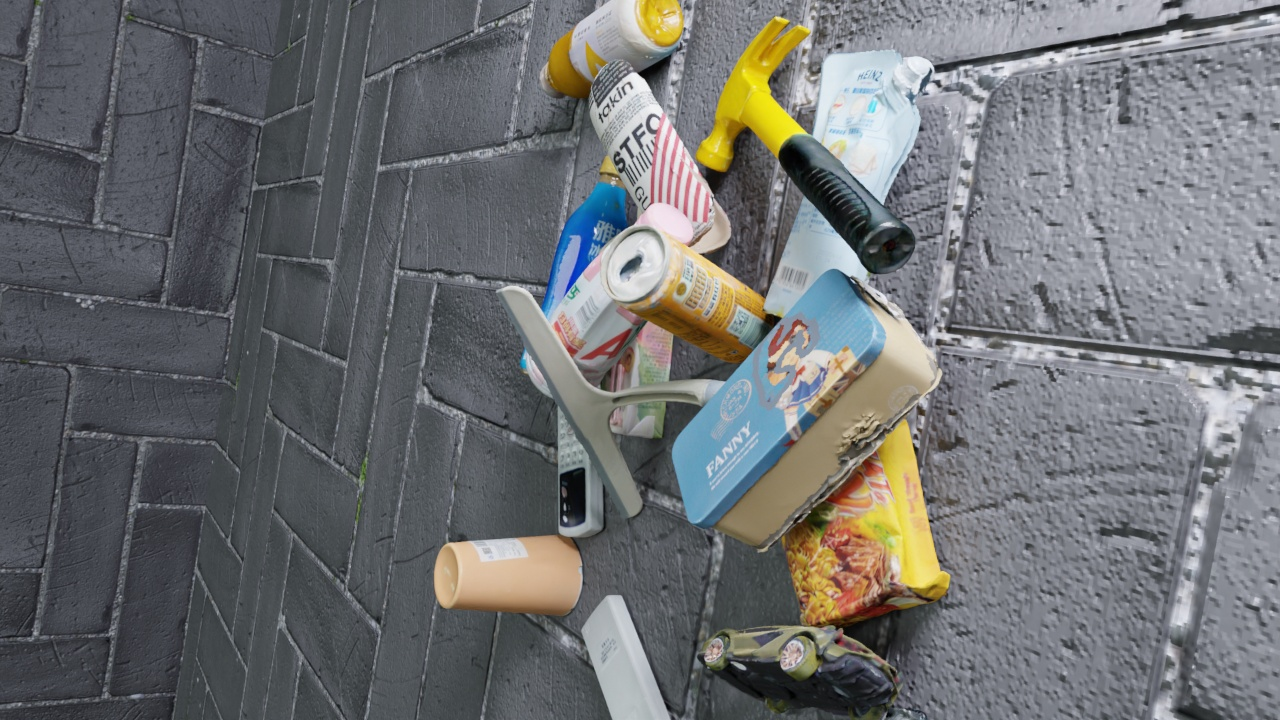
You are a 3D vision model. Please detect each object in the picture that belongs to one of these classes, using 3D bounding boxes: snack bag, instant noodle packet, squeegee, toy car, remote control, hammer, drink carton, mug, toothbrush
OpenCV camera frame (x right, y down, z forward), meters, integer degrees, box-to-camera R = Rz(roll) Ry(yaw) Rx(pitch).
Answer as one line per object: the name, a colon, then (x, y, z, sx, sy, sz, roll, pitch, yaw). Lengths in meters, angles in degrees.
snack bag: (0.136, -0.115, 0.622, 0.110, 0.038, 0.191, -144, 68, -69)
instant noodle packet: (0.131, 0.099, 0.584, 0.111, 0.044, 0.128, -34, 56, 42)
squeegee: (0.044, 0.029, 0.687, 0.247, 0.246, 0.039, -3, 37, 36)
toy car: (0.096, 0.197, 0.587, 0.158, 0.070, 0.042, -26, 30, 55)
remote control: (-0.012, 0.269, 0.775, 0.056, 0.019, 0.135, -58, 41, 30)
remote control: (-0.059, 0.093, 0.878, 0.058, 0.021, 0.150, -22, 65, 52)
hammer: (0.106, -0.141, 0.618, 0.300, 0.032, 0.129, -109, 38, -55)
drink carton: (-0.005, 0.005, 0.796, 0.054, 0.045, 0.122, 7, 90, 55)
mug: (-0.126, 0.202, 0.862, 0.078, 0.122, 0.078, -17, 69, 52)
toothbrush: (0.113, 0.246, 0.605, 0.190, 0.016, 0.014, -36, 47, 47)

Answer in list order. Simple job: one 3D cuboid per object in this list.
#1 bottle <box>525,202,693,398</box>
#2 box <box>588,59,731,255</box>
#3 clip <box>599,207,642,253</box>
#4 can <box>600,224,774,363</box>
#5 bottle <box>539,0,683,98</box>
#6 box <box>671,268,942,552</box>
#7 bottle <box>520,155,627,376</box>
bottle: (-0.024, -0.044, 0.726, 0.197, 0.068, 0.068, -50, 45, 42)
box: (0.021, -0.161, 0.732, 0.076, 0.086, 0.162, -43, 72, 39)
clip: (0.010, -0.117, 0.808, 0.100, 0.072, 0.034, -51, 46, 29)
can: (0.037, -0.044, 0.653, 0.058, 0.146, 0.058, -13, 66, 33)
bottle: (-0.036, -0.298, 0.883, 0.190, 0.068, 0.068, -7, 78, 55)
box: (0.092, 0.037, 0.567, 0.185, 0.062, 0.089, -50, 27, 20)
bottle: (-0.052, -0.083, 0.859, 0.065, 0.065, 0.218, 14, 86, 55)
